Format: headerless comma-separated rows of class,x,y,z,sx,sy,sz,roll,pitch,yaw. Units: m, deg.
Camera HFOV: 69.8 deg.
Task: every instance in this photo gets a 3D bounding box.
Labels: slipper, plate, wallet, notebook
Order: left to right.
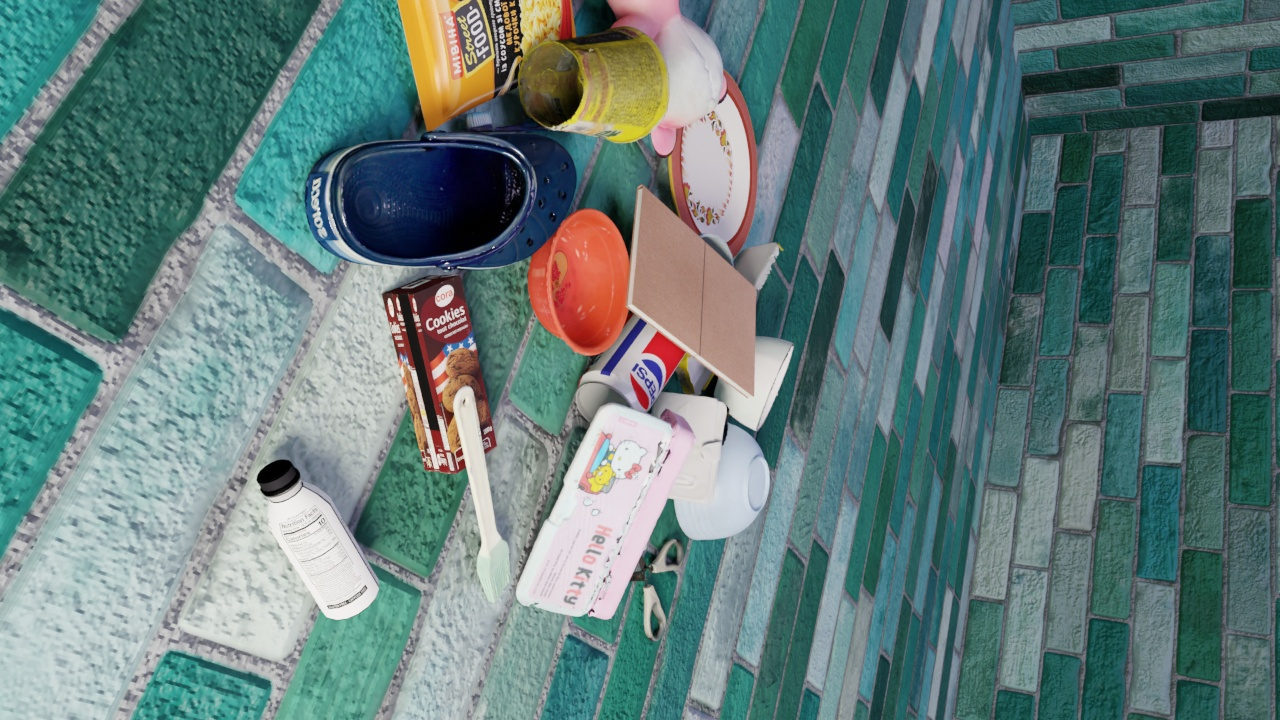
slipper,-0.123,-0.115,0.674,0.252,0.095,0.105,-21,107,-53
wallet,0.046,0.093,0.981,0.032,0.086,0.116,57,38,-80
notebook,0.059,-0.066,0.935,0.209,0.008,0.141,35,49,-42
plate,0.082,-0.227,1.076,0.229,0.021,0.230,-7,98,-59

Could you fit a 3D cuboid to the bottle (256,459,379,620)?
bottle,-0.210,0.114,0.592,0.041,0.041,0.116,-52,135,-44

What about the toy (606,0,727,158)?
toy,0.019,-0.320,0.902,0.141,0.084,0.213,-59,136,-38

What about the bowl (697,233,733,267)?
bowl,0.055,-0.089,1.009,0.106,0.039,0.106,-18,115,-43

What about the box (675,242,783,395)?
box,0.114,-0.050,1.087,0.209,0.080,0.084,-56,133,-40

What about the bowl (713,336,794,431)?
bowl,0.135,0.021,1.111,0.116,0.066,0.116,24,89,-77

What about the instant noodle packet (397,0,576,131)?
instant noodle packet,-0.116,-0.290,0.723,0.220,0.032,0.160,-46,137,-48

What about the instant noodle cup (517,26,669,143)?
instant noodle cup,-0.042,-0.231,0.774,0.108,0.102,0.102,-24,113,-54

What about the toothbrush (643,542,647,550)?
toothbrush,-0.007,0.118,0.959,0.016,0.017,0.181,-26,116,-47

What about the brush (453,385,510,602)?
brush,-0.123,0.108,0.717,0.033,0.012,0.218,-53,149,-47

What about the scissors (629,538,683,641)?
scissors,0.012,0.236,0.993,0.168,0.013,0.157,-34,123,-58

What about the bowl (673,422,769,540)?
bowl,0.107,0.144,1.092,0.150,0.075,0.150,-6,97,-58

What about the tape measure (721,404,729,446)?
tape measure,0.066,0.077,1.026,0.038,0.067,0.062,26,70,-60

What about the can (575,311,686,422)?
can,-0.005,0.005,0.898,0.131,0.070,0.070,-55,136,-42

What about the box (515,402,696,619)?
box,-0.036,0.131,0.838,0.201,0.103,0.101,-65,-167,8

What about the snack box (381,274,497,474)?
snack box,-0.150,0.010,0.693,0.050,0.032,0.141,-35,122,-53

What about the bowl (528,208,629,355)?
bowl,-0.060,-0.070,0.824,0.130,0.045,0.130,-7,98,-59

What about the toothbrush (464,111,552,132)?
toothbrush,-0.091,-0.204,0.783,0.188,0.016,0.017,-28,112,-59
